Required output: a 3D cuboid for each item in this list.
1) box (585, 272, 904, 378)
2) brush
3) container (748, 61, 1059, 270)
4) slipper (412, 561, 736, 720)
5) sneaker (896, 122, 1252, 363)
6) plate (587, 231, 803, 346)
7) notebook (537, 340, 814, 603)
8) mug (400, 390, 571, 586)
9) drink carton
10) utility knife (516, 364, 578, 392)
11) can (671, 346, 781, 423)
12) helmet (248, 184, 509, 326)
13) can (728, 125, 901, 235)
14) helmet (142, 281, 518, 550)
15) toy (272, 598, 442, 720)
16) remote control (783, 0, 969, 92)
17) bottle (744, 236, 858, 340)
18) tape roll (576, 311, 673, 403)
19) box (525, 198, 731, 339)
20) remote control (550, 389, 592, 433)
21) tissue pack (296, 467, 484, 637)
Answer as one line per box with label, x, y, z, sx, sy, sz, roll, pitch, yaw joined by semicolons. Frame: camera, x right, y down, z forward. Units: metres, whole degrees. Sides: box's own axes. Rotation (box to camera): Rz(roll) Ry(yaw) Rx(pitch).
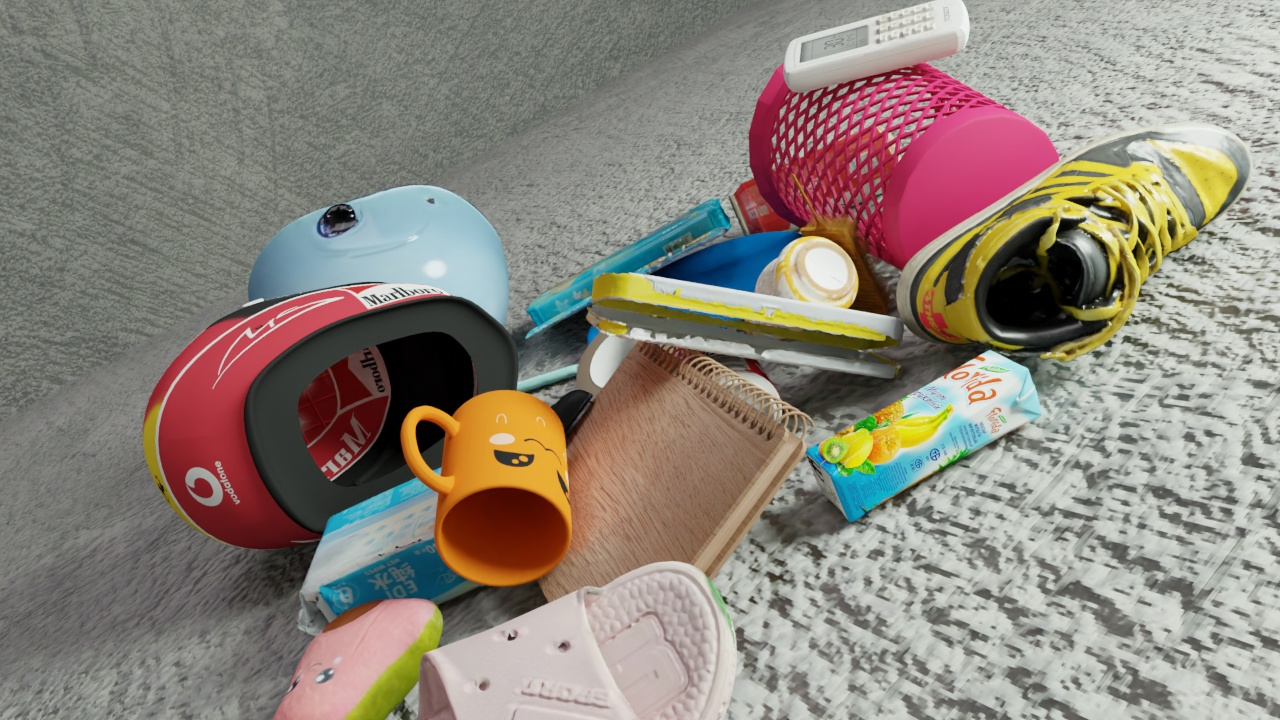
box;0.069;-0.019;0.593;0.209;0.044;0.066;8;-1;-17
brush;0.146;-0.087;0.678;0.017;0.126;0.048;-48;31;-20
container;0.210;-0.154;0.731;0.183;0.183;0.225;-26;29;0
slipper;-0.065;0.167;0.391;0.239;0.064;0.094;-32;50;-4
sneaker;0.280;-0.076;0.551;0.238;0.086;0.122;-29;9;3
plate;0.057;-0.055;0.848;0.224;0.024;0.224;-22;22;9
notebook;-0.001;0.071;0.542;0.169;0.022;0.210;-54;24;0
mug;-0.096;0.067;0.551;0.078;0.112;0.095;-46;26;19
drink carton;0.157;0.040;0.506;0.129;0.038;0.044;-28;22;-4
utility knife;-0.094;0.021;0.858;0.120;0.015;0.022;-18;-8;17
can;0.055;0.019;0.630;0.064;0.064;0.104;-25;22;3
helmet;-0.260;-0.053;0.938;0.265;0.226;0.166;-15;45;-10
can;0.178;-0.177;0.932;0.170;0.067;0.067;-23;22;7
helmet;-0.268;0.038;0.767;0.270;0.198;0.225;-31;22;-34
toy;-0.162;0.181;0.521;0.090;0.051;0.109;-17;24;24
remote control;0.178;-0.240;0.701;0.139;0.025;0.060;-9;40;22
bottle;0.114;-0.046;0.686;0.063;0.063;0.109;-37;-6;-26
tape roll;-0.004;0.004;0.733;0.094;0.030;0.093;-23;42;22
box;-0.015;-0.089;0.925;0.227;0.039;0.181;-27;9;12
remote control;-0.063;0.043;0.694;0.041;0.020;0.152;-54;5;-12
tissue pack;-0.156;0.128;0.620;0.144;0.062;0.092;-25;24;6
